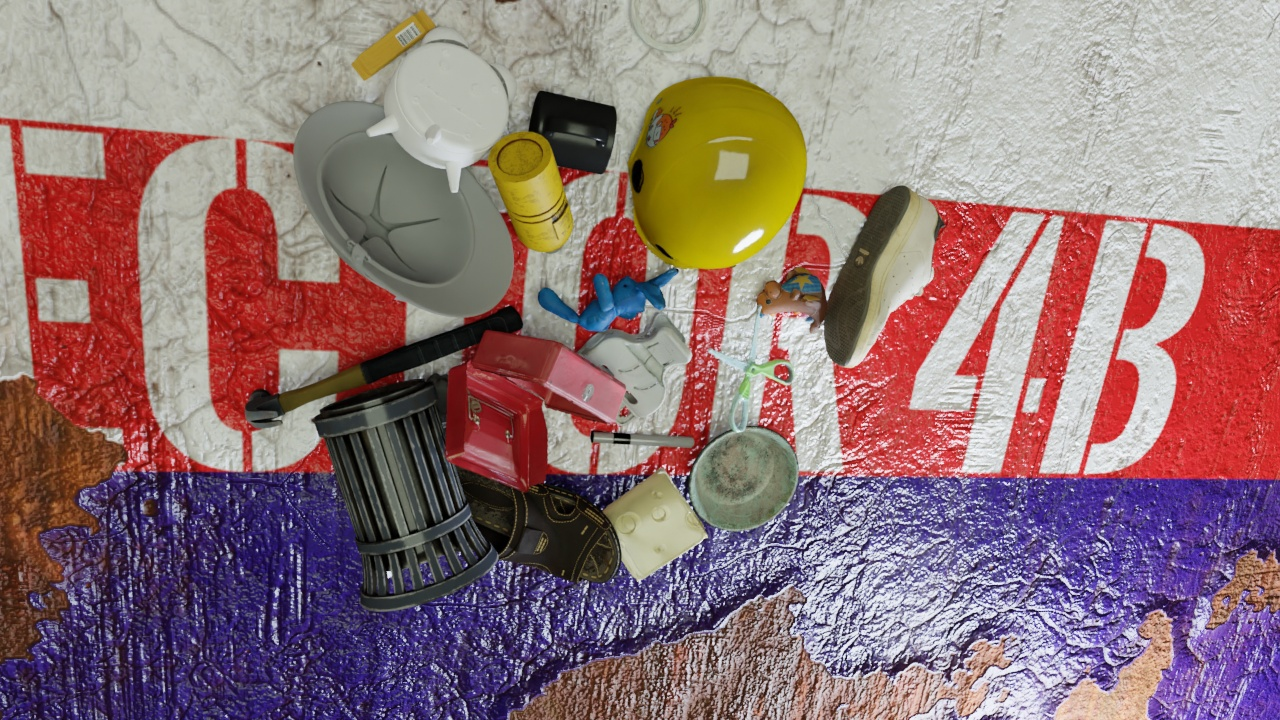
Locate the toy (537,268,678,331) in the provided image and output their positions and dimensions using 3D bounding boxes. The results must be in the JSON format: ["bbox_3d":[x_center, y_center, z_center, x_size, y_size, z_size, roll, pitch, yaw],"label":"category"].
[{"bbox_3d":[-0.034,-0.073,1.113,0.176,0.112,0.071,-11,97,0],"label":"toy"}]

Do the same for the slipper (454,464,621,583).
[{"bbox_3d":[-0.145,0.208,1.165,0.268,0.075,0.113,28,106,-5],"label":"slipper"}]

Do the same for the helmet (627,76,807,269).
[{"bbox_3d":[0.097,-0.206,1.071,0.209,0.139,0.240,11,106,-16],"label":"helmet"}]

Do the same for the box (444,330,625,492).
[{"bbox_3d":[-0.118,0.045,1.077,0.169,0.153,0.157,-23,149,24],"label":"box"}]

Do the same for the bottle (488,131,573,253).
[{"bbox_3d":[-0.117,-0.176,1.038,0.071,0.071,0.164,-24,152,-5],"label":"bottle"}]

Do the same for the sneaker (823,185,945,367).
[{"bbox_3d":[0.323,-0.100,1.196,0.102,0.089,0.242,17,100,-26],"label":"sneaker"}]

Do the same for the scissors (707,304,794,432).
[{"bbox_3d":[0.143,0.015,1.190,0.171,0.022,0.174,18,98,-39],"label":"scissors"}]

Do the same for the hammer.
[{"bbox_3d":[-0.298,0.006,1.078,0.332,0.118,0.025,-21,109,-11],"label":"hammer"}]

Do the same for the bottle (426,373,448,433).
[{"bbox_3d":[-0.255,0.071,1.140,0.036,0.036,0.110,9,107,-16],"label":"bottle"}]

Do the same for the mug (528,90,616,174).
[{"bbox_3d":[-0.075,-0.256,1.027,0.088,0.113,0.078,8,98,-16],"label":"mug"}]

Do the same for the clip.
[{"bbox_3d":[-0.007,0.006,1.169,0.143,0.072,0.124,-36,116,12],"label":"clip"}]

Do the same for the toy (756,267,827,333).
[{"bbox_3d":[0.198,-0.068,1.201,0.090,0.070,0.103,-11,134,4],"label":"toy"}]

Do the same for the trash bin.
[{"bbox_3d":[-0.277,0.147,1.065,0.164,0.164,0.227,-16,99,-7],"label":"trash bin"}]

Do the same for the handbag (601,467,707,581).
[{"bbox_3d":[0.012,0.222,1.233,0.119,0.081,0.111,-34,100,3],"label":"handbag"}]

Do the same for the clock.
[{"bbox_3d":[-0.203,-0.277,0.981,0.125,0.073,0.160,33,61,-21],"label":"clock"}]

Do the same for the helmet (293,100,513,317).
[{"bbox_3d":[-0.275,-0.150,1.020,0.271,0.118,0.182,46,58,-19],"label":"helmet"}]

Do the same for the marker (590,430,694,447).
[{"bbox_3d":[0.003,0.106,1.224,0.140,0.016,0.016,4,108,-15],"label":"marker"}]

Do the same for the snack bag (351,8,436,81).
[{"bbox_3d":[-0.270,-0.344,1.002,0.099,0.020,0.026,-37,108,2],"label":"snack bag"}]

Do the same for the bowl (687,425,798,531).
[{"bbox_3d":[0.137,0.156,1.260,0.157,0.038,0.158,-4,110,-12],"label":"bowl"}]

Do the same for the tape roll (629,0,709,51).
[{"bbox_3d":[0.033,-0.404,1.055,0.093,0.013,0.093,-4,109,-12],"label":"tape roll"}]
